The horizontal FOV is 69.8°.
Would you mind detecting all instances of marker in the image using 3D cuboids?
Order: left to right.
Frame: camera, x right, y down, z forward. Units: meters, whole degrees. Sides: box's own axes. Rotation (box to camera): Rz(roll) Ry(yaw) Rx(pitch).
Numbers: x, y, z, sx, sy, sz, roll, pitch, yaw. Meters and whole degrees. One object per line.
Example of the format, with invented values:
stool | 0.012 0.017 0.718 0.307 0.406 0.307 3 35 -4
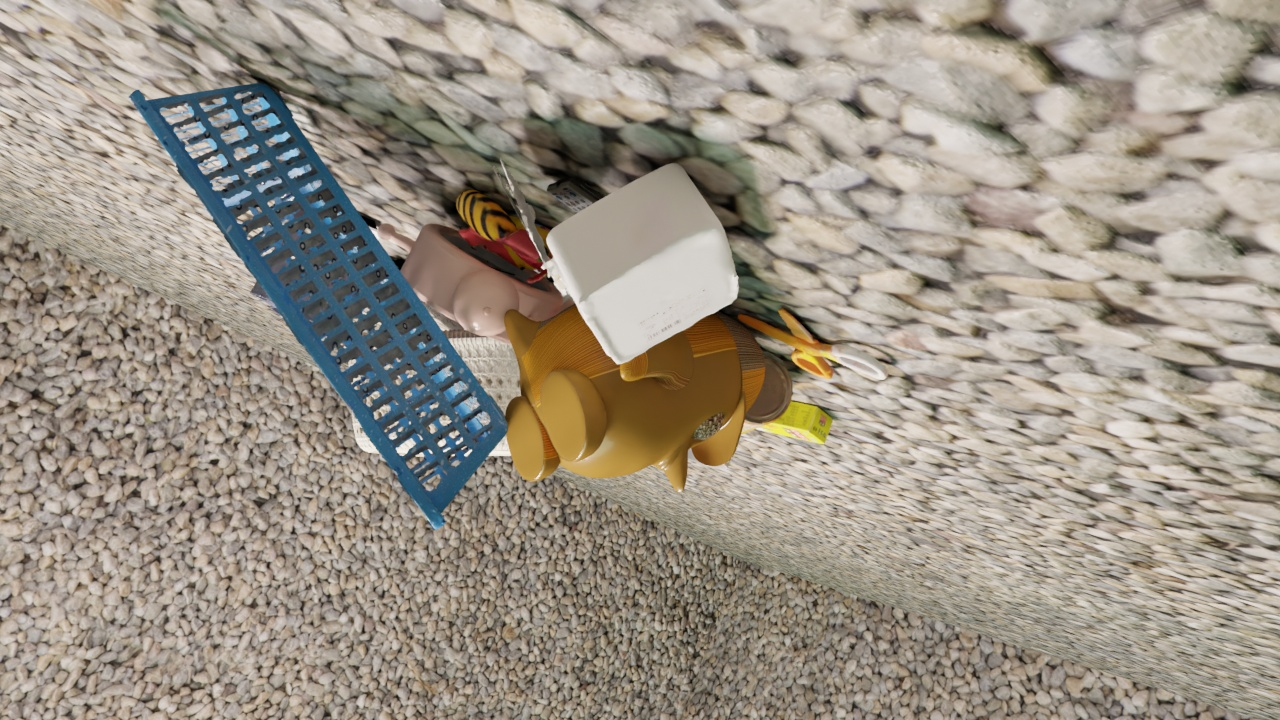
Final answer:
marker | -0.242 -0.074 1.043 0.025 0.025 0.126 12 157 37

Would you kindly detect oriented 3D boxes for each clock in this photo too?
clock | -0.135 -0.053 0.771 0.160 0.086 0.131 28 -173 38

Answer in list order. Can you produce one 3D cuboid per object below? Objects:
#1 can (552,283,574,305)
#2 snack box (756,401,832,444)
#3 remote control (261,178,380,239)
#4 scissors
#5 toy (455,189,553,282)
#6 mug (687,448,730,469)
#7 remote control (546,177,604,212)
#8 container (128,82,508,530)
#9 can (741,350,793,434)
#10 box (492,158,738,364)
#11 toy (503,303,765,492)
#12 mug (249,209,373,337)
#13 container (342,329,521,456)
can | -0.088 -0.032 0.892 0.064 0.064 0.127 25 167 -11
snack box | 0.128 0.056 0.971 0.148 0.029 0.040 11 164 41
remote control | -0.313 -0.151 0.898 0.124 0.011 0.028 24 167 -6
scissors | 0.139 -0.010 0.722 0.128 0.011 0.125 15 165 37
toy | -0.100 -0.094 0.714 0.103 0.046 0.084 35 178 -32
mug | 0.062 0.056 0.945 0.071 0.089 0.107 28 166 -23
remote control | -0.004 -0.087 0.642 0.136 0.013 0.033 30 166 -30
container | -0.234 -0.038 0.738 0.362 0.089 0.257 55 164 -1
can | 0.094 0.032 0.845 0.067 0.067 0.105 23 167 -5
box | -0.027 -0.080 0.571 0.136 0.126 0.109 62 -179 26
toy | 0.007 0.024 0.716 0.203 0.162 0.199 -10 168 -34
mug | -0.355 -0.093 0.999 0.084 0.104 0.124 16 166 28
container | -0.204 0.034 1.029 0.246 0.142 0.184 -2 171 19
